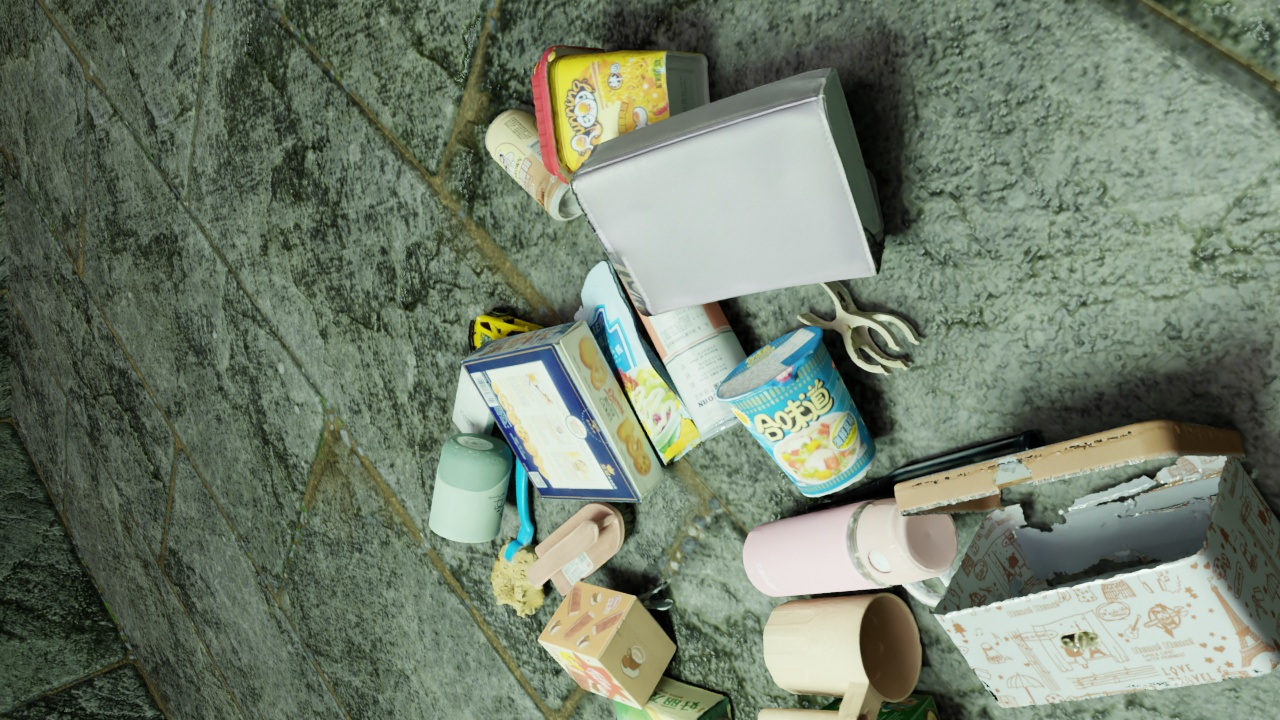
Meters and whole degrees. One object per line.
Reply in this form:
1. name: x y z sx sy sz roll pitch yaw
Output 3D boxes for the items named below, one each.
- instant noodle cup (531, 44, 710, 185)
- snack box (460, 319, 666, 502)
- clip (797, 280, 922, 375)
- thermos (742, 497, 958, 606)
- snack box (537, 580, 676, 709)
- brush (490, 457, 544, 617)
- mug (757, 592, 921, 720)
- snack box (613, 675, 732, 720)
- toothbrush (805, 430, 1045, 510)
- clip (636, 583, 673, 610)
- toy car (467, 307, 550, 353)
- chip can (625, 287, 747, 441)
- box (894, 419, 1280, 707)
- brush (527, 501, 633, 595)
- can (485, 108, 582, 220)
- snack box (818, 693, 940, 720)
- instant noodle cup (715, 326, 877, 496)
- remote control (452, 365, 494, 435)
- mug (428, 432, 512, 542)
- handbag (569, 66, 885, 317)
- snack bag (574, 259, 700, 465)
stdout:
1. instant noodle cup: -0.011 -0.212 0.778 0.124 0.115 0.116 1 104 32
2. snack box: -0.081 0.058 0.929 0.183 0.045 0.178 -8 114 50
3. clip: 0.166 -0.018 0.719 0.103 0.034 0.076 29 122 40
4. thermos: 0.165 0.156 0.722 0.087 0.067 0.199 57 149 -2
5. snack box: -0.034 0.296 0.958 0.095 0.076 0.093 0 134 44
6. brush: -0.138 0.182 1.073 0.083 0.045 0.255 25 115 47
7. mug: 0.158 0.252 0.754 0.104 0.124 0.084 -19 119 47
8. snack box: 0.049 0.460 0.965 0.115 0.063 0.240 1 104 45
9. toothbrush: 0.211 0.092 0.717 0.213 0.026 0.027 -25 51 47
10. clip: 0.009 0.253 0.966 0.057 0.024 0.028 -24 90 39
11. toy car: -0.129 -0.012 1.000 0.156 0.041 0.071 17 115 38
12. chip can: 0.037 -0.039 0.808 0.071 0.071 0.214 -35 78 44
13. box: 0.275 0.098 0.574 0.182 0.148 0.158 -32 96 45
14. brush: -0.064 0.199 0.983 0.146 0.072 0.063 -45 70 41
15. can: -0.097 -0.192 0.896 0.116 0.058 0.059 46 130 24
16. snack box: 0.197 0.336 0.752 0.118 0.105 0.117 -13 97 47
17. instant noodle cup: 0.129 0.045 0.725 0.099 0.099 0.110 -23 106 45
18. remote control: -0.191 0.052 1.070 0.056 0.019 0.135 47 146 16
19. mug: -0.189 0.141 1.065 0.082 0.111 0.106 14 101 15
20. handbag: 0.070 -0.118 0.692 0.197 0.098 0.145 -11 117 26
21. snack bag: -0.005 0.005 0.879 0.191 0.038 0.110 58 161 11
